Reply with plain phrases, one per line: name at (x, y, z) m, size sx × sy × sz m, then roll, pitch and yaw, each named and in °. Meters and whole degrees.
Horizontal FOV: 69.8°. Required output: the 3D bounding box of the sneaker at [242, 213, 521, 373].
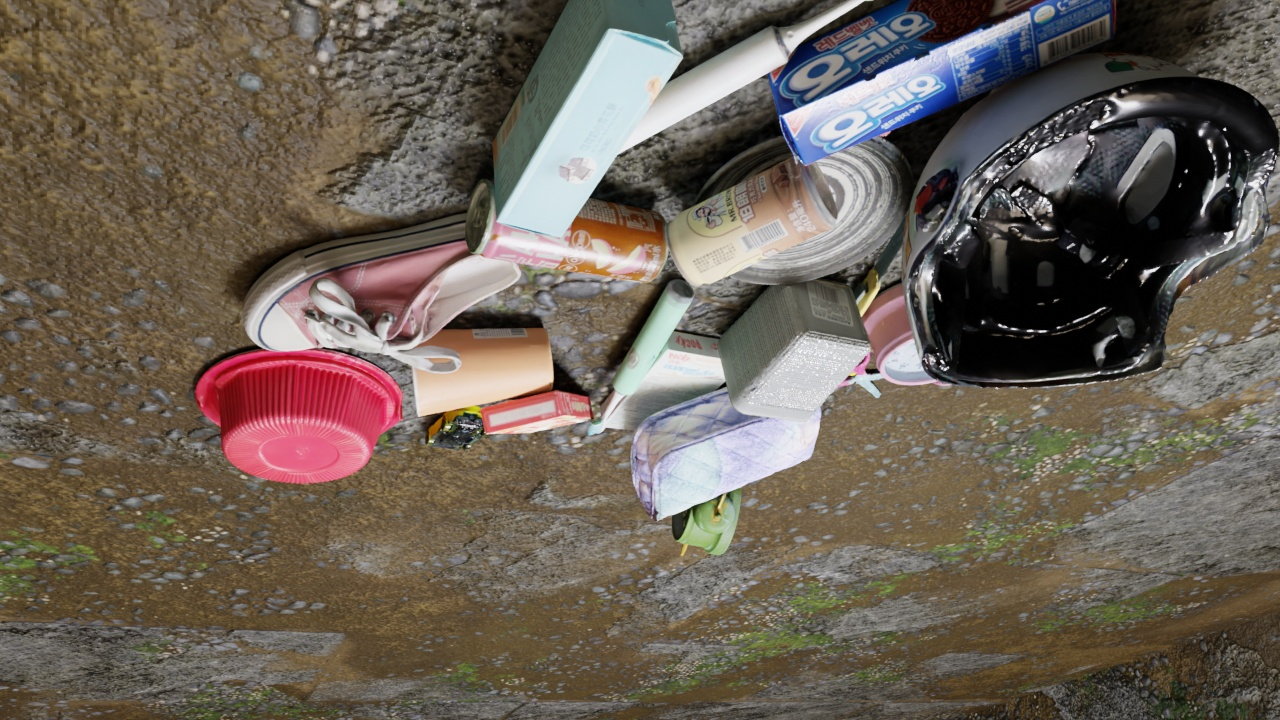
sneaker at (-0.206, -0.042, 0.722) m, size 0.241 × 0.087 × 0.118 m, roll -15°, pitch 147°, yaw 10°

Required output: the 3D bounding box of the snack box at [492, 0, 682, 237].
snack box at (-0.040, -0.161, 0.581) m, size 0.051 × 0.074 × 0.175 m, roll 10°, pitch 144°, yaw -28°

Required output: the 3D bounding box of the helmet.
helmet at (0.294, -0.109, 0.661) m, size 0.230 × 0.156 × 0.275 m, roll -2°, pitch 134°, yaw -4°

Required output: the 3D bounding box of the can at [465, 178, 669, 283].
can at (-0.053, -0.096, 0.690) m, size 0.147 × 0.057 × 0.058 m, roll 7°, pitch 145°, yaw -27°

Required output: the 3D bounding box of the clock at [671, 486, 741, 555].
clock at (0.081, 0.162, 1.083) m, size 0.056 × 0.116 × 0.162 m, roll 11°, pitch 148°, yaw -10°

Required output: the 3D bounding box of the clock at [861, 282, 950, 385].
clock at (0.289, -0.023, 0.884) m, size 0.158 × 0.059 × 0.117 m, roll 7°, pitch 146°, yaw -26°

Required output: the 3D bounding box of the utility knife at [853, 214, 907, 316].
utility knife at (0.203, -0.055, 0.845) m, size 0.022 × 0.030 × 0.221 m, roll 6°, pitch 144°, yaw -17°

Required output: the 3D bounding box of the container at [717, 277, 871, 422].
container at (0.141, -0.014, 0.841) m, size 0.090 × 0.090 × 0.115 m, roll 8°, pitch 142°, yaw -24°

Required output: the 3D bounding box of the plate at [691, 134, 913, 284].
plate at (0.125, -0.123, 0.726) m, size 0.179 × 0.024 × 0.180 m, roll -4°, pitch 149°, yaw -3°

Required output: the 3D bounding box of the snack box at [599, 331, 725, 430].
snack box at (0.028, 0.026, 0.936) m, size 0.084 × 0.026 × 0.157 m, roll 9°, pitch 144°, yaw -25°

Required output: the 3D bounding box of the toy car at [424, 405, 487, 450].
toy car at (-0.191, 0.069, 0.954) m, size 0.048 × 0.032 × 0.105 m, roll 10°, pitch 155°, yaw -26°

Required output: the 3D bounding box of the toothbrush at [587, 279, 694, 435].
toothbrush at (-0.005, 0.005, 0.876) m, size 0.027 × 0.026 × 0.225 m, roll -17°, pitch 151°, yaw -37°

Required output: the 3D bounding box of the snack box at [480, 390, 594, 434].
snack box at (-0.096, 0.052, 0.893) m, size 0.075 × 0.025 × 0.153 m, roll -13°, pitch 174°, yaw 6°

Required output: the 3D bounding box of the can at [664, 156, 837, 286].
can at (0.081, -0.101, 0.672) m, size 0.116 × 0.058 × 0.058 m, roll -23°, pitch 145°, yaw 25°

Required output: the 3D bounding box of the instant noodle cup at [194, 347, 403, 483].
instant noodle cup at (-0.327, 0.063, 0.886) m, size 0.194 × 0.065 × 0.194 m, roll -6°, pitch 148°, yaw -4°

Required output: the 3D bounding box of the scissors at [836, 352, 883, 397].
scissors at (0.227, 0.021, 0.983) m, size 0.130 × 0.017 × 0.133 m, roll -25°, pitch 148°, yaw 22°

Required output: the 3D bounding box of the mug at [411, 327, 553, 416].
mug at (-0.143, 0.004, 0.828) m, size 0.122 × 0.078 × 0.078 m, roll -7°, pitch 148°, yaw -12°

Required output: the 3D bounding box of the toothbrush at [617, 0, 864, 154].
toothbrush at (0.064, -0.193, 0.599) m, size 0.221 × 0.027 × 0.026 m, roll -24°, pitch -176°, yaw 23°

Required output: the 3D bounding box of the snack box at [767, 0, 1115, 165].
snack box at (0.186, -0.197, 0.588) m, size 0.208 × 0.058 × 0.057 m, roll -20°, pitch 146°, yaw 19°

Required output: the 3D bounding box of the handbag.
handbag at (0.087, 0.086, 0.956) m, size 0.193 × 0.075 × 0.134 m, roll -18°, pitch 141°, yaw -14°
